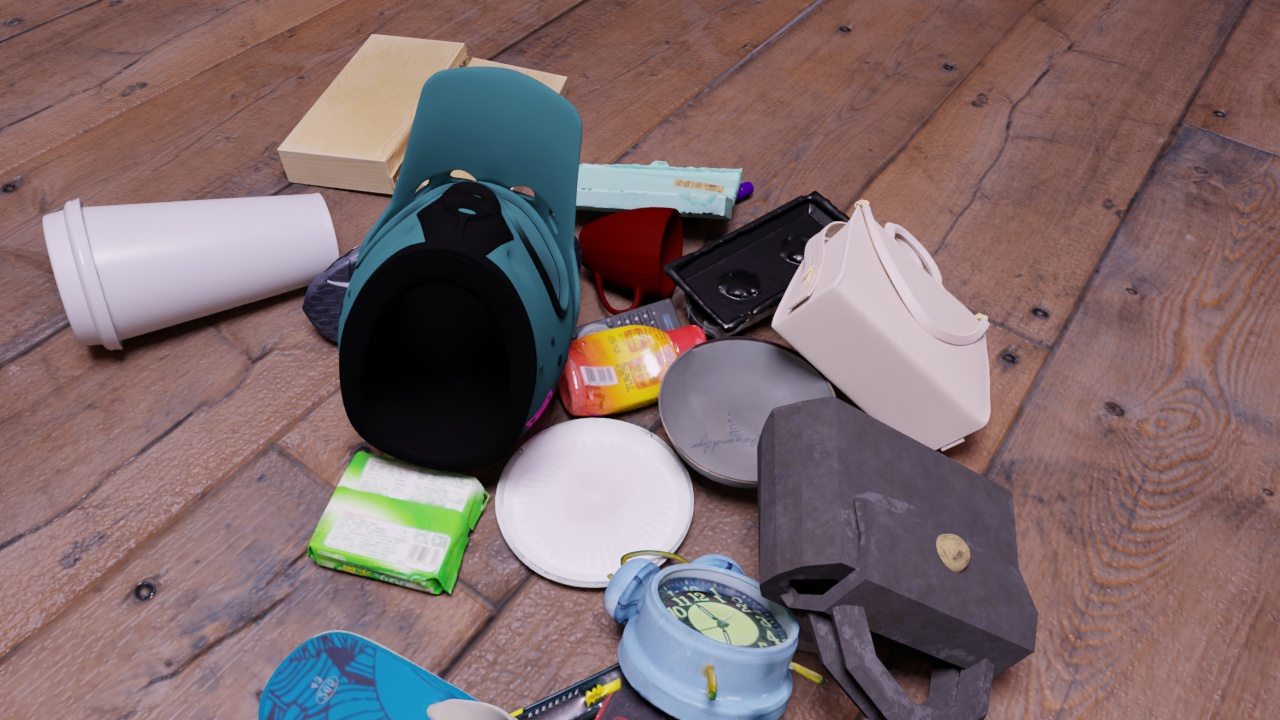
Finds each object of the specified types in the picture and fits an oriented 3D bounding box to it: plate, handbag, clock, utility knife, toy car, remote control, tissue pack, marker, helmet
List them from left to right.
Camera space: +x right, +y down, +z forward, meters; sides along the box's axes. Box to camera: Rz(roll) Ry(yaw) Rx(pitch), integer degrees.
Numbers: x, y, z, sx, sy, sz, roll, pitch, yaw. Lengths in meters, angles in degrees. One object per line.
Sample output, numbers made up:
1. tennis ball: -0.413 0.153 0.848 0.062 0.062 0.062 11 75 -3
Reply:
1. tissue pack: -0.183 0.120 0.699 0.114 0.034 0.099 12 48 6
2. helmet: -0.130 -0.062 0.695 0.176 0.276 0.199 13 42 -6
3. utility knife: -0.058 0.237 0.613 0.172 0.020 0.028 -21 55 -21
4. plate: -0.036 0.111 0.728 0.157 0.014 0.156 1 48 -2
5. remote control: -0.029 -0.015 0.832 0.140 0.021 0.045 -18 84 -18
6. clock: 0.039 0.179 0.618 0.118 0.060 0.162 5 19 -35
7. marker: 0.066 -0.159 0.971 0.133 0.018 0.015 -28 52 -21
8. toy car: 0.059 0.257 0.565 0.189 0.056 0.081 14 13 9
9. toy car: 0.121 -0.078 0.866 0.191 0.071 0.094 -30 58 -25
10. handbag: 0.223 -0.048 0.798 0.194 0.102 0.197 40 45 -12
11. handbag: 0.171 0.144 0.602 0.197 0.103 0.199 26 49 -24

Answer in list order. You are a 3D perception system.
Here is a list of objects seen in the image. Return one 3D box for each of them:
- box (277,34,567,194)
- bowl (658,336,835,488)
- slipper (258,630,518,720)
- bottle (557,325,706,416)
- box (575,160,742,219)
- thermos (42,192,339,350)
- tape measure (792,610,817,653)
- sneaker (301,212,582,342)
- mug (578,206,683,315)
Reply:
1. box: -0.234 -0.271 1.039 0.253 0.068 0.246 14 50 2
2. bowl: 0.086 0.052 0.758 0.150 0.057 0.150 2 49 -2
3. slipper: -0.104 0.258 0.545 0.295 0.060 0.118 32 54 13
4. bottle: -0.005 0.005 0.797 0.134 0.049 0.071 -14 71 -18
5. box: 0.006 -0.175 0.952 0.187 0.052 0.138 6 20 13
6. thermos: -0.394 -0.093 0.824 0.221 0.132 0.131 -15 51 -26
7. tape measure: 0.131 0.183 0.670 0.060 0.020 0.062 11 50 7
8. sneaker: -0.191 -0.104 0.865 0.252 0.097 0.150 -15 34 -8
9. mug: -0.016 -0.094 0.873 0.088 0.087 0.113 8 67 16
